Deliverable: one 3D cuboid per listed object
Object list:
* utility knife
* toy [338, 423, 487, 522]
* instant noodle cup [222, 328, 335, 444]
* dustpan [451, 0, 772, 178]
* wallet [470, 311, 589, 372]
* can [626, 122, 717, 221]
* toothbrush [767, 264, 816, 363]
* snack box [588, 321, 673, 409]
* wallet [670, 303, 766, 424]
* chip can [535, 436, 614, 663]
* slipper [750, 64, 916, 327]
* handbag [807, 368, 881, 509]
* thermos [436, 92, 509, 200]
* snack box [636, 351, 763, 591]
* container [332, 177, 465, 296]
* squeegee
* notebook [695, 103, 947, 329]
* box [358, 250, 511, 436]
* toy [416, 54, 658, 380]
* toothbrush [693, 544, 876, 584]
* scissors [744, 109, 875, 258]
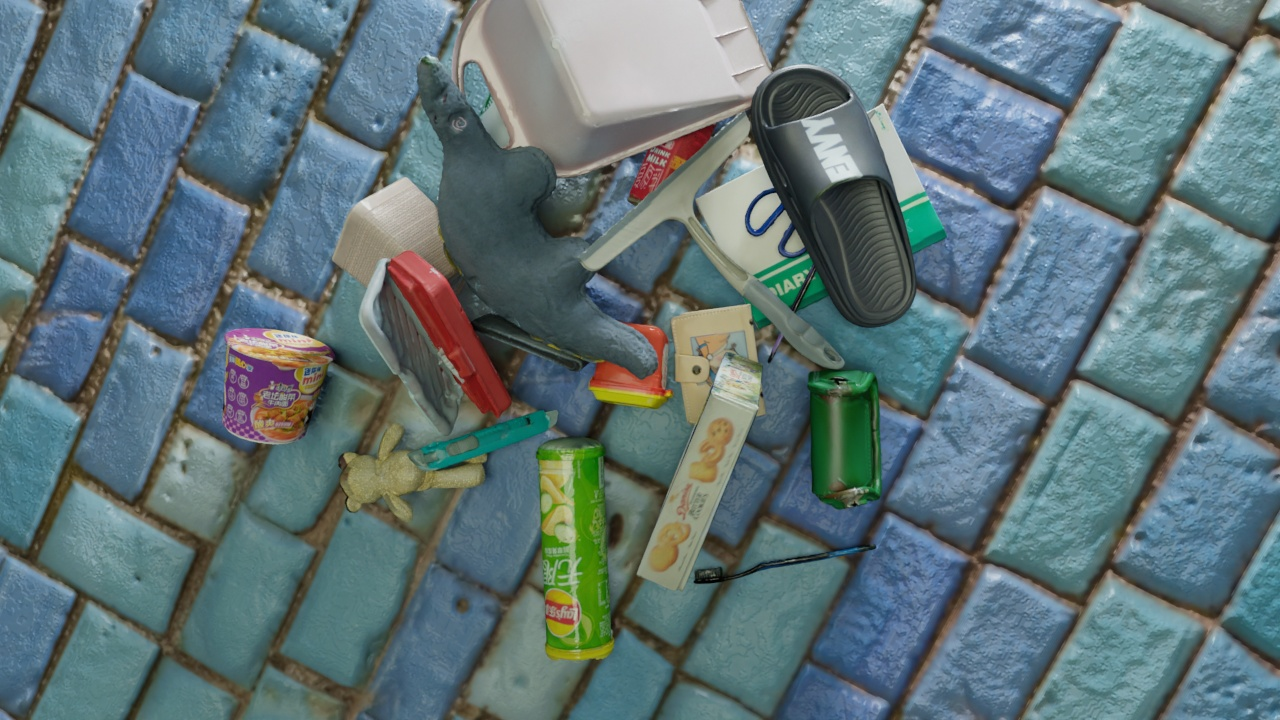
[{"bbox_3d":[-0.160,0.081,0.953,0.161,0.013,0.029,-18,86,-15],"label":"utility knife"},{"bbox_3d":[-0.239,0.117,0.969,0.157,0.066,0.105,-9,81,1],"label":"toy"},{"bbox_3d":[-0.388,0.028,0.965,0.111,0.111,0.099,19,102,7],"label":"instant noodle cup"},{"bbox_3d":[-0.039,-0.303,0.892,0.272,0.139,0.222,-22,90,-24],"label":"dustpan"},{"bbox_3d":[-0.103,-0.024,0.924,0.121,0.097,0.019,21,104,7],"label":"wallet"},{"bbox_3d":[0.036,-0.211,0.923,0.053,0.053,0.133,24,94,6],"label":"can"},{"bbox_3d":[0.170,-0.081,0.918,0.016,0.014,0.189,24,96,-8],"label":"toothbrush"},{"bbox_3d":[-0.005,0.005,0.918,0.082,0.091,0.080,8,85,7],"label":"snack box"},{"bbox_3d":[0.077,0.005,0.938,0.087,0.024,0.115,-8,97,5],"label":"wallet"},{"bbox_3d":[-0.067,0.189,0.938,0.072,0.072,0.221,-2,91,8],"label":"chip can"},{"bbox_3d":[0.197,-0.154,0.861,0.110,0.083,0.268,-26,101,-3],"label":"slipper"},{"bbox_3d":[0.196,0.074,0.876,0.068,0.120,0.131,-2,93,13],"label":"handbag"},{"bbox_3d":[-0.132,-0.251,0.938,0.073,0.073,0.224,27,94,6],"label":"thermos"},{"bbox_3d":[0.060,0.095,0.850,0.046,0.182,0.178,22,103,5],"label":"snack box"},{"bbox_3d":[-0.235,-0.108,0.935,0.111,0.090,0.090,41,133,1],"label":"container"},{"bbox_3d":[0.103,-0.079,0.882,0.246,0.039,0.245,46,66,-2],"label":"squeegee"},{"bbox_3d":[0.181,-0.143,0.927,0.209,0.012,0.150,-26,89,7],"label":"notebook"},{"bbox_3d":[-0.208,-0.006,0.889,0.091,0.201,0.094,-40,52,-17],"label":"box"},{"bbox_3d":[-0.120,-0.116,0.869,0.138,0.091,0.356,-30,95,41],"label":"toy"},{"bbox_3d":[0.146,0.206,0.940,0.189,0.014,0.016,-13,66,7],"label":"toothbrush"},{"bbox_3d":[0.165,-0.188,0.914,0.128,0.012,0.173,8,92,7],"label":"scissors"}]
